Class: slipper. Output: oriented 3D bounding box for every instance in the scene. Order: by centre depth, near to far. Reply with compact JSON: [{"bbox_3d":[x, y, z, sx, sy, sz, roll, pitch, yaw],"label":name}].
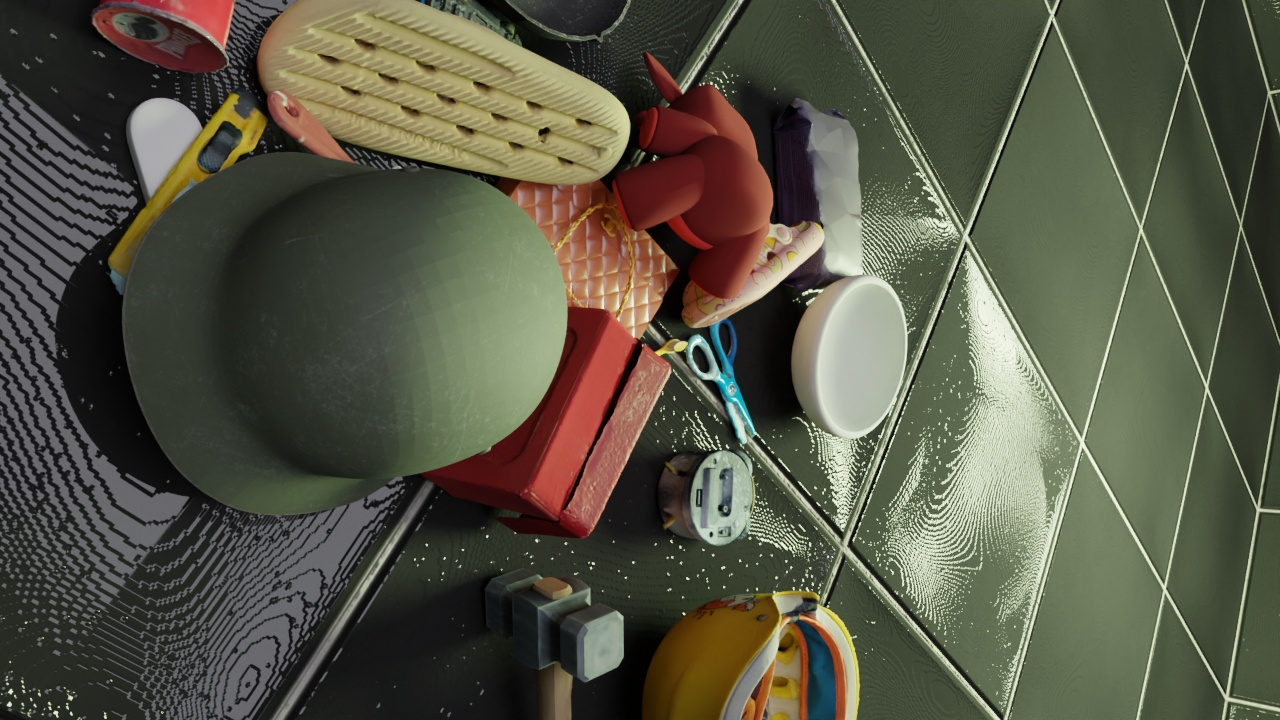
[{"bbox_3d":[-0.130,-0.199,0.654,0.261,0.112,0.079,12,44,-27],"label":"slipper"},{"bbox_3d":[0.100,-0.101,0.894,0.196,0.093,0.081,-35,92,-40],"label":"slipper"}]

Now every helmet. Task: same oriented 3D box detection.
[{"bbox_3d":[-0.135,-0.025,0.552,0.267,0.154,0.227,-31,113,-54],"label":"helmet"},{"bbox_3d":[0.091,0.308,0.831,0.239,0.140,0.209,13,79,-55],"label":"helmet"}]

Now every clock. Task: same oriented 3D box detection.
[{"bbox_3d":[0.071,0.129,0.872,0.129,0.052,0.090,8,83,-42],"label":"clock"}]

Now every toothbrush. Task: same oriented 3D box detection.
[{"bbox_3d":[-0.005,0.005,0.829,0.135,0.016,0.021,-26,108,-41],"label":"toothbrush"}]

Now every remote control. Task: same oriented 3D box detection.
[{"bbox_3d":[-0.282,-0.094,0.572,0.043,0.013,0.136,-21,103,-42],"label":"remote control"}]

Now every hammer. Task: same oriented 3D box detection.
[{"bbox_3d":[-0.066,0.327,0.715,0.051,0.117,0.323,-10,104,-43],"label":"hammer"}]

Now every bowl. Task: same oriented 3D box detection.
[{"bbox_3d":[0.215,-0.007,0.997,0.176,0.066,0.177,-10,104,-42],"label":"bowl"}]

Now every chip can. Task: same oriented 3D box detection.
[{"bbox_3d":[-0.265,-0.298,0.556,0.073,0.073,0.232,17,76,-42],"label":"chip can"}]

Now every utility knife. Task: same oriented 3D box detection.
[{"bbox_3d":[-0.274,-0.105,0.561,0.030,0.017,0.155,36,68,-27],"label":"utility knife"}]

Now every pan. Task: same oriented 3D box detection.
[{"bbox_3d":[-0.044,-0.385,0.790,0.355,0.040,0.208,-39,109,-45],"label":"pan"}]

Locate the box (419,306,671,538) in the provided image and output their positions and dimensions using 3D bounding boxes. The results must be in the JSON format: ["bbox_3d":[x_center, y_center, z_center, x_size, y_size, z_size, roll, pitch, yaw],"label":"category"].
[{"bbox_3d":[-0.073,0.040,0.686,0.122,0.137,0.157,40,61,-28],"label":"box"}]

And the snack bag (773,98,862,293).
[{"bbox_3d":[0.197,-0.176,0.998,0.096,0.058,0.205,-5,93,-43],"label":"snack bag"}]

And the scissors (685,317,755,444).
[{"bbox_3d":[0.092,0.021,0.924,0.083,0.015,0.140,-46,116,-37],"label":"scissors"}]

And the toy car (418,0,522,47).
[{"bbox_3d":[-0.131,-0.250,0.707,0.105,0.032,0.048,21,72,-55],"label":"toy car"}]

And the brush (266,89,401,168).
[{"bbox_3d":[-0.182,-0.125,0.632,0.172,0.030,0.040,47,27,-43],"label":"brush"}]

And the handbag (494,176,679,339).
[{"bbox_3d":[-0.050,-0.088,0.764,0.172,0.060,0.108,44,64,-33],"label":"handbag"}]

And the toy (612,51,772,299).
[{"bbox_3d":[0.050,-0.166,0.803,0.158,0.121,0.196,35,35,-31],"label":"toy"}]
